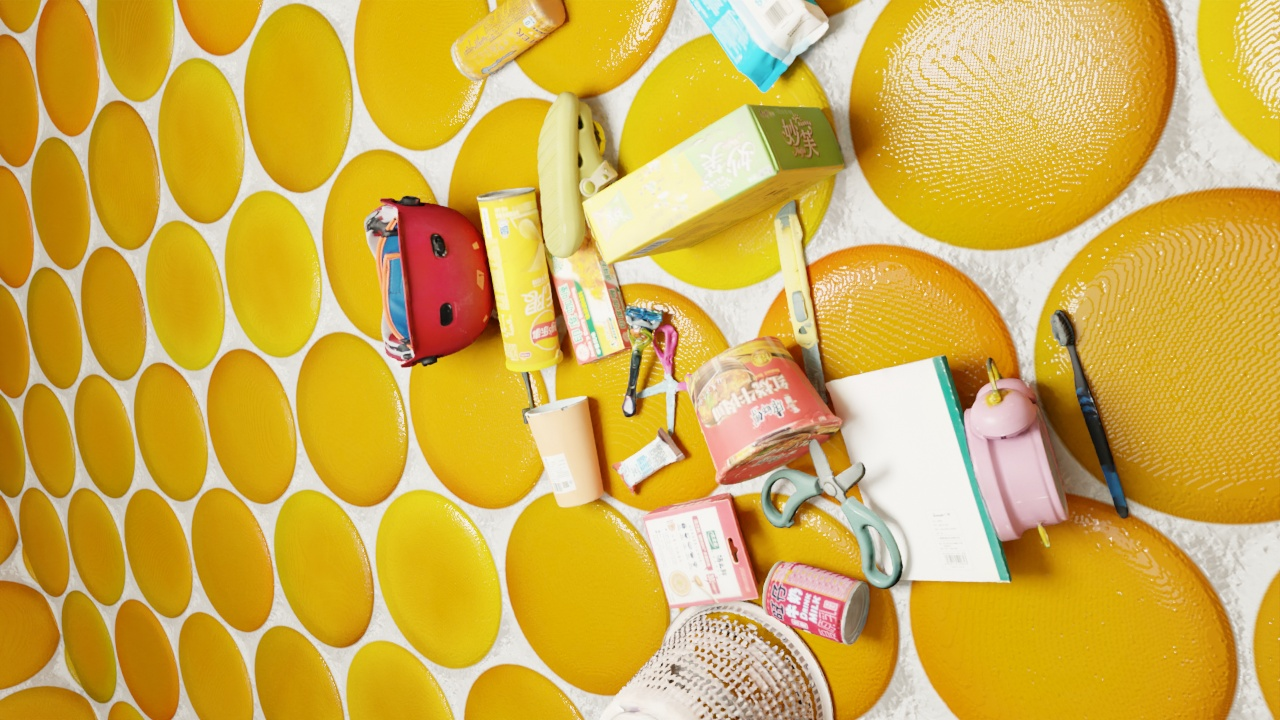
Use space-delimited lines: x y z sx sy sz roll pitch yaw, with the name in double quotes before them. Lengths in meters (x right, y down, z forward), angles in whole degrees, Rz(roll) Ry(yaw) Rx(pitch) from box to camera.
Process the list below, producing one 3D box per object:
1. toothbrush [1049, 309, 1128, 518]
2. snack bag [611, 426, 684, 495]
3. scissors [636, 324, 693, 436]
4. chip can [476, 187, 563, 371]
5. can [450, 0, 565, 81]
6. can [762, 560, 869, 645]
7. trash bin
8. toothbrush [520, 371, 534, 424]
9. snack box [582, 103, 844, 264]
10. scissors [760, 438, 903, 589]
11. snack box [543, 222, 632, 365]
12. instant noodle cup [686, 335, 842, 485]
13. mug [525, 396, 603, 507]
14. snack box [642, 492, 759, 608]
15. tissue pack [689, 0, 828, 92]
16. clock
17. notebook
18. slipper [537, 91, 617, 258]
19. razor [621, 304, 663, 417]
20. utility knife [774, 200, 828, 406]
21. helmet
"toothbrush" 0.388 0.047 0.793 0.014 0.016 0.189 -18 88 45
"snack bag" 0.007 0.120 1.080 0.104 0.026 0.048 -42 79 33
"scissors" 0.036 0.021 1.050 0.134 0.017 0.135 -17 90 41
"chip can" -0.145 -0.096 1.103 0.072 0.071 0.213 4 111 36
"can" -0.158 -0.390 1.090 0.146 0.058 0.058 -20 86 37
"can" 0.181 0.249 0.950 0.094 0.066 0.066 10 104 35
"trash bin" 0.064 0.395 0.987 0.228 0.191 0.227 8 103 35
"toothbrush" -0.159 -0.008 1.186 0.012 0.017 0.186 176 83 -74
"snack box" 0.071 -0.171 0.898 0.211 0.157 0.070 -24 87 37
"scissors" 0.186 0.157 0.935 0.179 0.019 0.170 -14 106 55
"snack box" -0.061 -0.079 1.094 0.077 0.027 0.155 -20 86 38
"instant noodle cup" 0.117 0.049 0.928 0.138 0.137 0.108 -40 66 34
"mug" -0.088 0.113 1.122 0.078 0.078 0.123 -11 96 37
"snack box" 0.076 0.214 1.036 0.127 0.044 0.113 -19 86 38
"tissue pack" 0.112 -0.345 0.895 0.090 0.063 0.140 -41 75 32
"clock" 0.319 0.074 0.789 0.060 0.117 0.158 -18 89 26
"notebook" 0.259 0.108 0.869 0.151 0.012 0.209 -19 86 58
"slipper" -0.072 -0.209 1.051 0.092 0.081 0.190 -16 73 63
"razor" -0.006 0.006 1.054 0.043 0.022 0.143 13 118 6
"utility knife" 0.167 -0.057 0.942 0.031 0.022 0.213 -9 98 43
"helmet" -0.247 -0.100 1.133 0.240 0.143 0.207 -170 72 -66
